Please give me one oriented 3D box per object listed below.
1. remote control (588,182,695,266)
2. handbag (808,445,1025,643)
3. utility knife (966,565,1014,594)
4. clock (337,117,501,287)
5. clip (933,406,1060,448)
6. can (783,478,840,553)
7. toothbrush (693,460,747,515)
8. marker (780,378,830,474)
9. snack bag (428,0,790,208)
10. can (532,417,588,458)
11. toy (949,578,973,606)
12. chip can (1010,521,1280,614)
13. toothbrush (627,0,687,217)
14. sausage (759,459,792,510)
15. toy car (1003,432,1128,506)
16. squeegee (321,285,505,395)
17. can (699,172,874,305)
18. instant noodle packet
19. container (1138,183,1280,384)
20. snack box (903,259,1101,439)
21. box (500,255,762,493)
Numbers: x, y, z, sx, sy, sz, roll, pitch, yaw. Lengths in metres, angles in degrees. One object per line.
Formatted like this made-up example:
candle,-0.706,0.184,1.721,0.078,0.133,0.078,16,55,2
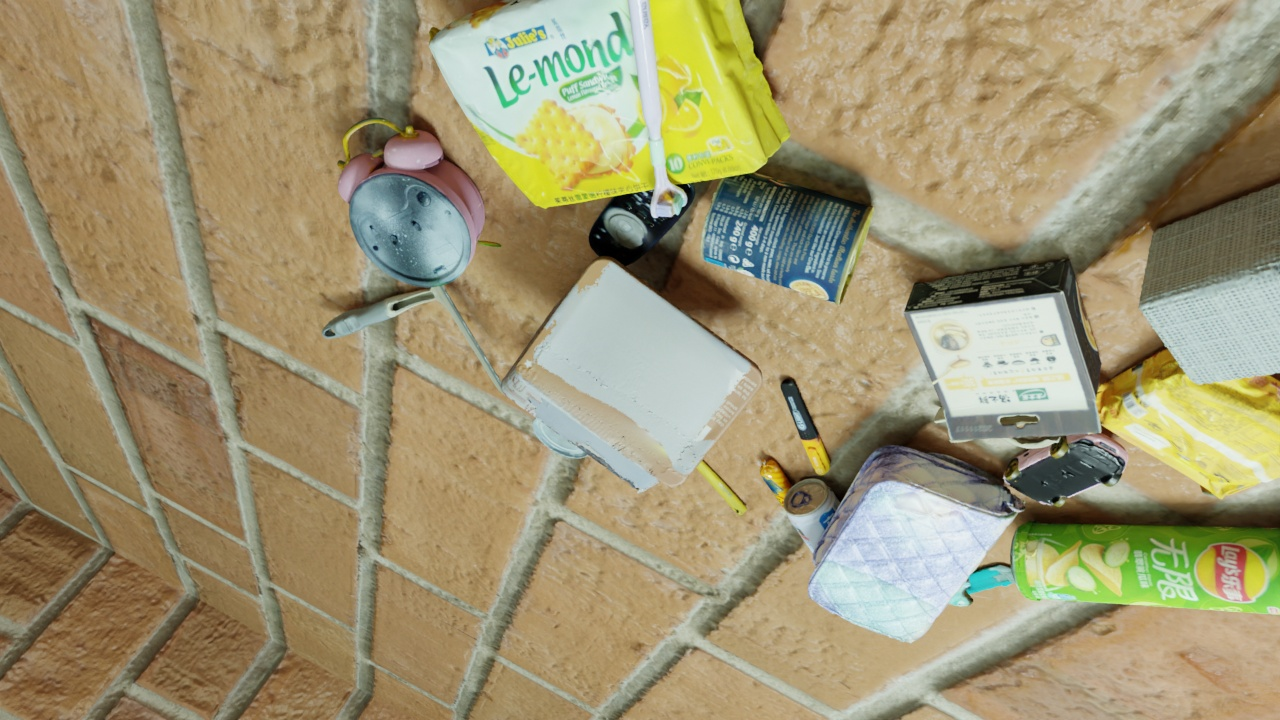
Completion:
remote control,0.001,-0.123,0.758,0.053,0.024,0.137,36,144,-11
handbag,0.248,0.171,0.861,0.134,0.075,0.194,22,128,3
utility knife,0.324,0.251,0.985,0.029,0.013,0.208,41,142,-6
clock,-0.209,-0.145,0.830,0.117,0.059,0.158,-18,121,30
clip,0.287,0.038,0.748,0.105,0.034,0.083,5,141,41
can,0.200,0.184,0.957,0.053,0.053,0.134,-9,129,40
toothbrush,0.054,0.107,0.996,0.016,0.016,0.190,-18,122,46
marker,0.158,0.065,0.879,0.018,0.015,0.124,-4,130,31
snack bag,-0.024,-0.198,0.651,0.247,0.068,0.158,-3,134,35
can,-0.060,0.044,0.935,0.066,0.093,0.067,18,142,15
toy,0.301,0.223,0.953,0.092,0.030,0.097,15,125,28
chip can,0.431,0.173,0.774,0.222,0.072,0.072,-7,130,39
toothbrush,0.007,-0.172,0.589,0.021,0.029,0.189,50,161,41
sausage,0.168,0.161,0.978,0.022,0.021,0.165,-9,128,40
toy car,0.350,0.086,0.759,0.056,0.037,0.123,31,156,4
squeegee,-0.273,-0.056,1.006,0.247,0.039,0.246,-12,114,41
can,0.107,-0.093,0.679,0.111,0.075,0.075,20,142,14
instant noodle packet,0.407,0.039,0.658,0.128,0.044,0.111,34,145,-2
container,0.374,-0.047,0.545,0.090,0.090,0.115,45,144,-19
snack box,0.273,-0.005,0.686,0.113,0.053,0.126,-6,128,38
box,-0.004,0.005,0.807,0.182,0.152,0.179,37,141,-10
